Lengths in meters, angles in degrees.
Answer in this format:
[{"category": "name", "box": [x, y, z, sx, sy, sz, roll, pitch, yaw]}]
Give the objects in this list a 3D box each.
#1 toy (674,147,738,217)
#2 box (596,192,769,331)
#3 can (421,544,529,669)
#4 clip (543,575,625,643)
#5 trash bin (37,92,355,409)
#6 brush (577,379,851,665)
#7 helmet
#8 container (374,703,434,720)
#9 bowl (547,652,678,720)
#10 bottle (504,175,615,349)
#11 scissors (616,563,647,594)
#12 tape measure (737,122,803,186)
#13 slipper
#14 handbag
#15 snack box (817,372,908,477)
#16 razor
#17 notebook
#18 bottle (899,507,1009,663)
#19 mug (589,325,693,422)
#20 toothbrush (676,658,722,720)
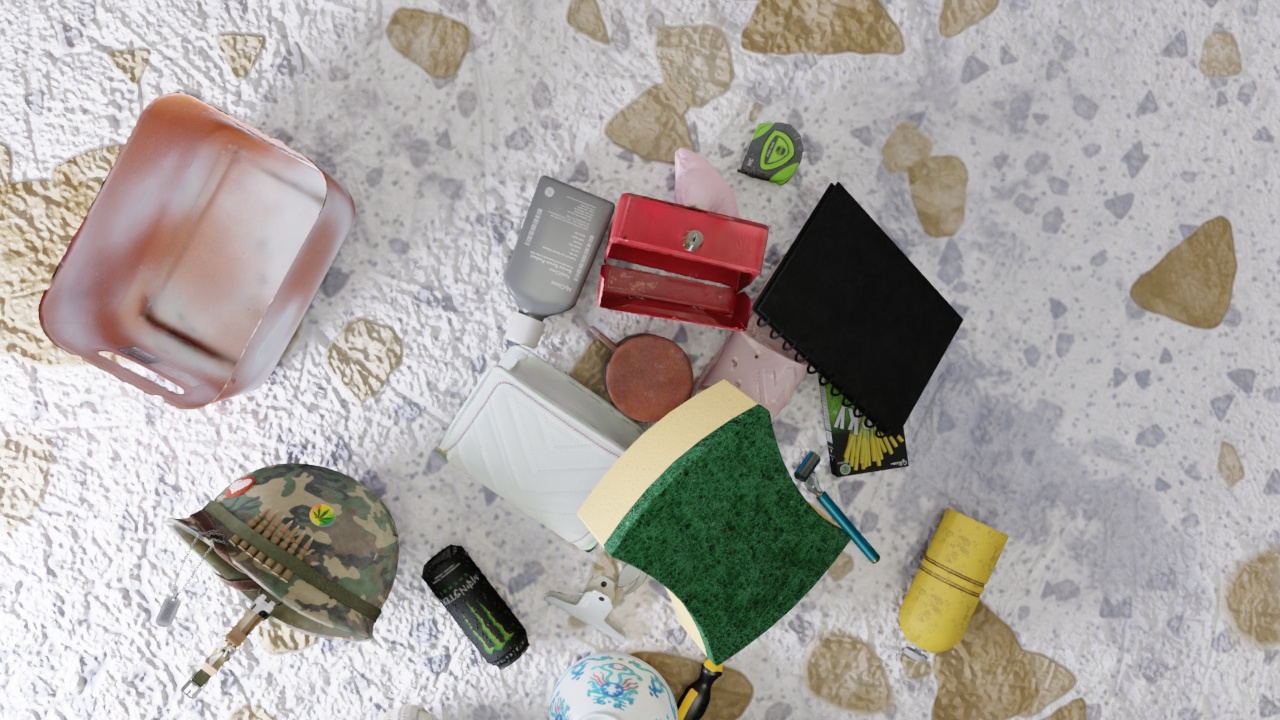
[{"category": "toy", "box": [0.063, -0.182, 0.970, 0.053, 0.099, 0.095, -30, 68, 27]}, {"category": "box", "box": [0.039, -0.103, 0.941, 0.157, 0.135, 0.117, 9, 97, -5]}, {"category": "can", "box": [-0.176, 0.262, 0.978, 0.054, 0.054, 0.137, -36, 94, -2]}, {"category": "clip", "box": [-0.050, 0.266, 0.998, 0.101, 0.040, 0.054, 30, 103, -5]}, {"category": "trash bin", "box": [-0.416, -0.102, 0.901, 0.181, 0.157, 0.260, 28, 91, -4]}, {"category": "brush", "box": [0.080, 0.165, 0.917, 0.195, 0.075, 0.250, -41, 126, -7]}, {"category": "helmet", "box": [-0.358, 0.212, 0.892, 0.224, 0.193, 0.235, 23, 64, -17]}, {"category": "container", "box": [-0.230, 0.475, 0.925, 0.143, 0.185, 0.251, -37, 93, -11]}, {"category": "bowl", "box": [-0.035, 0.391, 0.967, 0.144, 0.074, 0.144, 0, 90, 8]}, {"category": "bottle", "box": [-0.096, -0.098, 0.973, 0.084, 0.046, 0.174, 21, 91, -4]}, {"category": "scissors", "box": [0.024, 0.185, 1.005, 0.130, 0.019, 0.150, -9, 94, -1]}, {"category": "tape measure", "box": [0.145, -0.223, 0.989, 0.059, 0.036, 0.065, 25, 94, 5]}, {"category": "slipper", "box": [0.138, -0.010, 0.982, 0.094, 0.064, 0.239, 31, 89, -4]}, {"category": "handbag", "box": [-0.095, 0.094, 0.957, 0.198, 0.096, 0.142, 35, 111, -5]}, {"category": "snack box", "box": [0.242, 0.048, 1.009, 0.080, 0.025, 0.147, -8, 93, -3]}, {"category": "razor", "box": [0.218, 0.168, 1.016, 0.144, 0.022, 0.042, 52, 52, -8]}, {"category": "notebook", "box": [0.230, -0.044, 0.950, 0.231, 0.019, 0.169, 40, 75, -26]}, {"category": "bottle", "box": [0.334, 0.250, 1.000, 0.071, 0.071, 0.164, 25, 90, -4]}, {"category": "mug", "box": [-0.006, 0.006, 0.954, 0.123, 0.110, 0.096, 39, 84, -4]}, {"category": "toothbrush", "box": [0.077, 0.340, 1.006, 0.031, 0.031, 0.196, 29, 92, 38]}]
